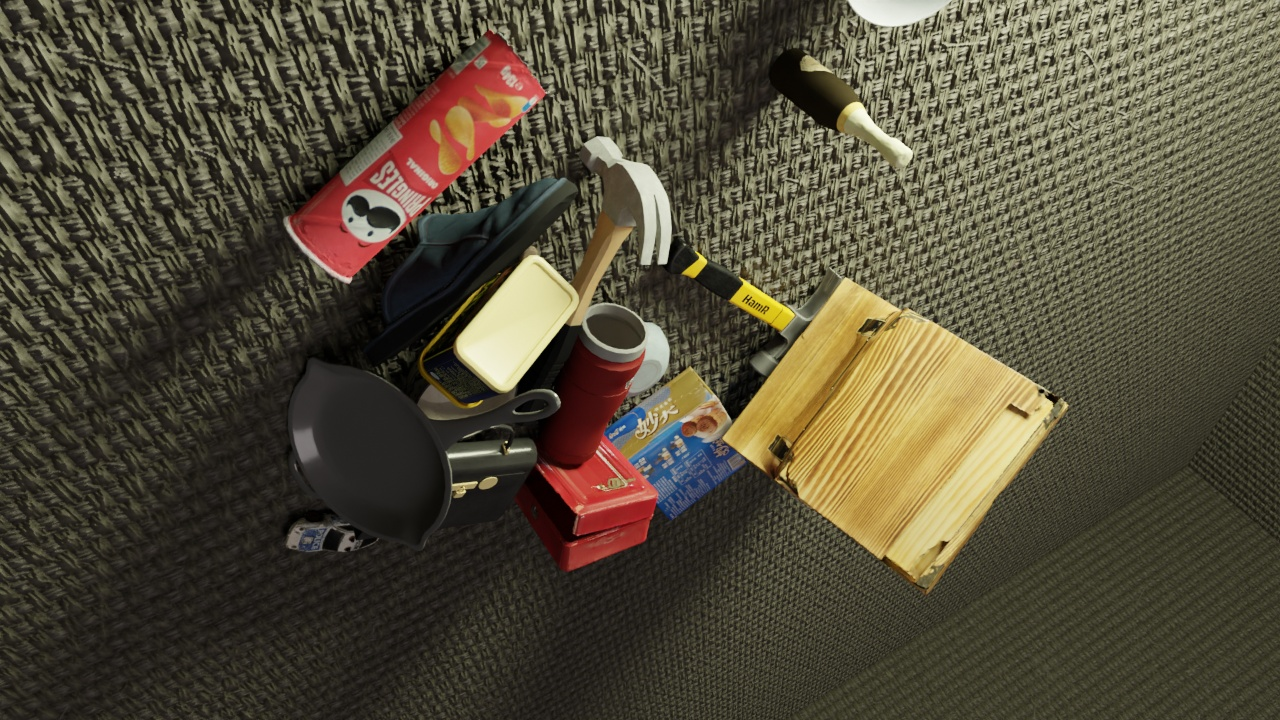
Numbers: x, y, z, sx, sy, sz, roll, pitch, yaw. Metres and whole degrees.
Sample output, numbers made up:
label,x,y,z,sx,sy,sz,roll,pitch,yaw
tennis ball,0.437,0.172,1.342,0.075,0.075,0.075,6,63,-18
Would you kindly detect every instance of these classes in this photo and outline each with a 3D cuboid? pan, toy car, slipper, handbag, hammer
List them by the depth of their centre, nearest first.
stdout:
label,x,y,z,sx,sy,sz,roll,pitch,yaw
slipper,-0.174,-0.095,0.825,0.266,0.083,0.108,-34,-174,27
pan,-0.211,0.073,0.867,0.355,0.216,0.024,-17,-165,32
hammer,-0.067,-0.057,0.935,0.039,0.131,0.329,-8,140,-42
handbag,-0.199,0.115,0.997,0.175,0.072,0.196,-1,151,-39
toy car,-0.346,0.198,1.047,0.112,0.040,0.049,3,127,-41
hammer,0.134,-0.084,1.150,0.170,0.034,0.324,-50,141,15

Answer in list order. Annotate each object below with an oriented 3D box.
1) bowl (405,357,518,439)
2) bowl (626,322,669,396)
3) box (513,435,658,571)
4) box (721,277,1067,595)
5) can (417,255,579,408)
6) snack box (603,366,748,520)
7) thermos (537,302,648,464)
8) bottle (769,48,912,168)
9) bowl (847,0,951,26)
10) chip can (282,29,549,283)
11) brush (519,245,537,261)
label,x,y,z,sx,sy,sz,roll,pitch,yaw
bowl,-0.194,0.024,0.964,0.115,0.059,0.116,-23,142,-19
bowl,-0.007,0.007,1.120,0.106,0.039,0.106,-23,142,-19
box,-0.073,0.165,1.126,0.129,0.157,0.098,-12,126,-31
box,0.329,0.105,1.198,0.279,0.336,0.286,-51,149,0
can,-0.134,-0.027,0.870,0.075,0.105,0.135,44,64,-16
snack box,0.055,0.120,1.272,0.155,0.069,0.203,-37,145,-1
thermos,-0.069,0.027,1.051,0.108,0.083,0.199,17,133,-9
bottle,0.196,-0.242,0.891,0.045,0.184,0.045,-23,142,-19
bowl,0.238,-0.392,0.842,0.144,0.074,0.144,-11,139,-10
chip can,-0.183,-0.168,0.753,0.233,0.073,0.073,-42,144,5
brush,-0.116,-0.061,0.976,0.038,0.012,0.151,-23,141,-20
